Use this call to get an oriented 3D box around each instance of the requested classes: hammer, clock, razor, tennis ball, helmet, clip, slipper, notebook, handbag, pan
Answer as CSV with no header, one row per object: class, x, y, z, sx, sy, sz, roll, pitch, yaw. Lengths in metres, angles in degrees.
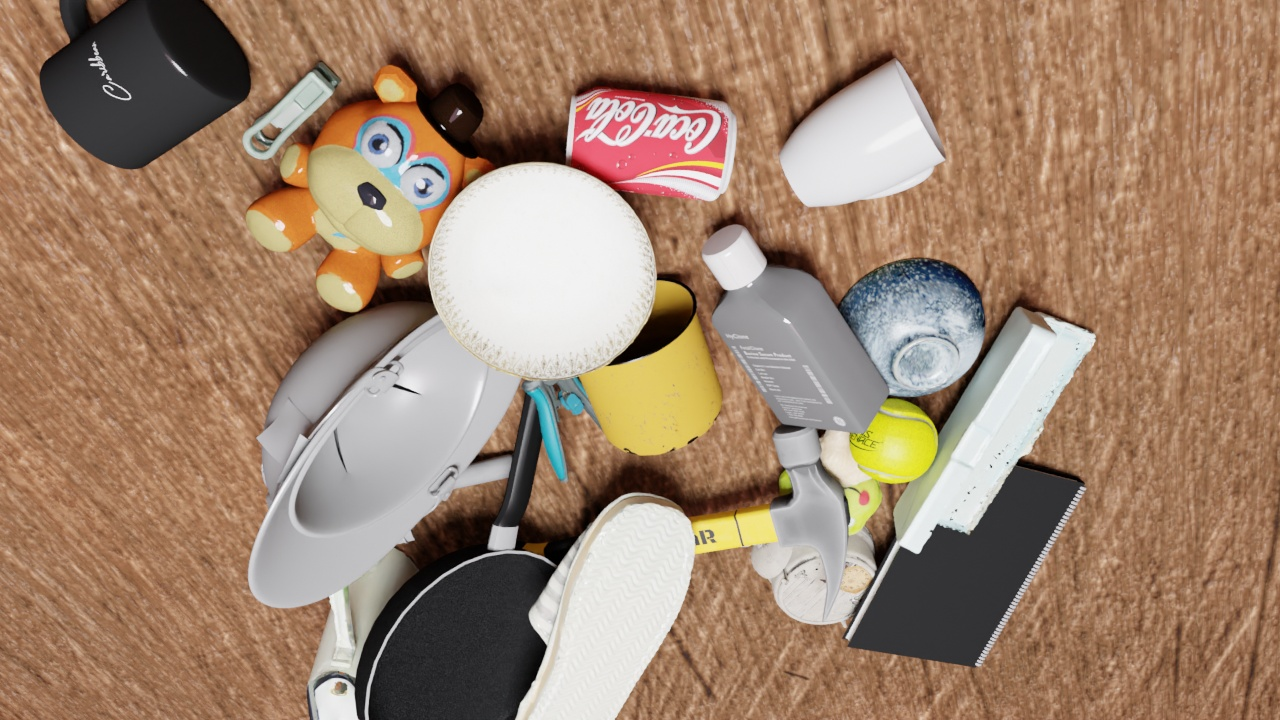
hammer,0.021,0.160,0.793,0.325,0.034,0.170,-13,104,20
clock,0.149,0.187,0.828,0.156,0.061,0.104,26,120,-20
razor,-0.156,0.098,0.765,0.116,0.088,0.047,-12,130,-16
tennis ball,0.195,0.062,0.710,0.065,0.065,0.065,0,125,-1
helmet,-0.205,0.036,0.661,0.118,0.270,0.184,30,154,22
clip,-0.229,-0.162,0.600,0.076,0.042,0.023,-35,117,20
slipper,-0.038,0.229,0.770,0.114,0.054,0.273,14,107,-23
notebook,0.286,0.180,0.813,0.149,0.016,0.207,14,110,-19
handbag,-0.237,0.225,0.795,0.074,0.151,0.176,3,124,-3
pan,-0.124,0.176,0.758,0.203,0.044,0.356,7,98,-43

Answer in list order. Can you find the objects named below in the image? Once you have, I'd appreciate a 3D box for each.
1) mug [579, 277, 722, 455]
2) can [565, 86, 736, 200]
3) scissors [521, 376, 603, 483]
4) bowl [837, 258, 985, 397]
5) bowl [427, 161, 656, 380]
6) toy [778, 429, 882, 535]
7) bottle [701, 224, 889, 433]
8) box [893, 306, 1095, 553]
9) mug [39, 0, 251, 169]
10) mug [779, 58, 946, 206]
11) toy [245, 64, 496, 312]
mug,-0.004,0.004,0.684,0.124,0.100,0.094,15,139,40
can,0.006,-0.140,0.595,0.105,0.064,0.064,5,125,-5
scissors,-0.062,0.034,0.725,0.155,0.019,0.124,19,91,-43
bowl,0.208,-0.013,0.690,0.114,0.060,0.114,-1,126,-1
bowl,-0.063,-0.065,0.607,0.145,0.063,0.145,-2,115,-4
toy,0.167,0.098,0.777,0.092,0.043,0.118,13,122,-5
bottle,0.103,-0.023,0.667,0.084,0.046,0.174,4,139,52
box,0.273,0.058,0.710,0.126,0.074,0.198,10,115,-33
mug,-0.307,-0.188,0.558,0.088,0.078,0.113,-25,96,16
mug,0.150,-0.134,0.608,0.090,0.071,0.107,-26,149,26
toy,-0.170,-0.115,0.601,0.176,0.096,0.112,-42,109,13
